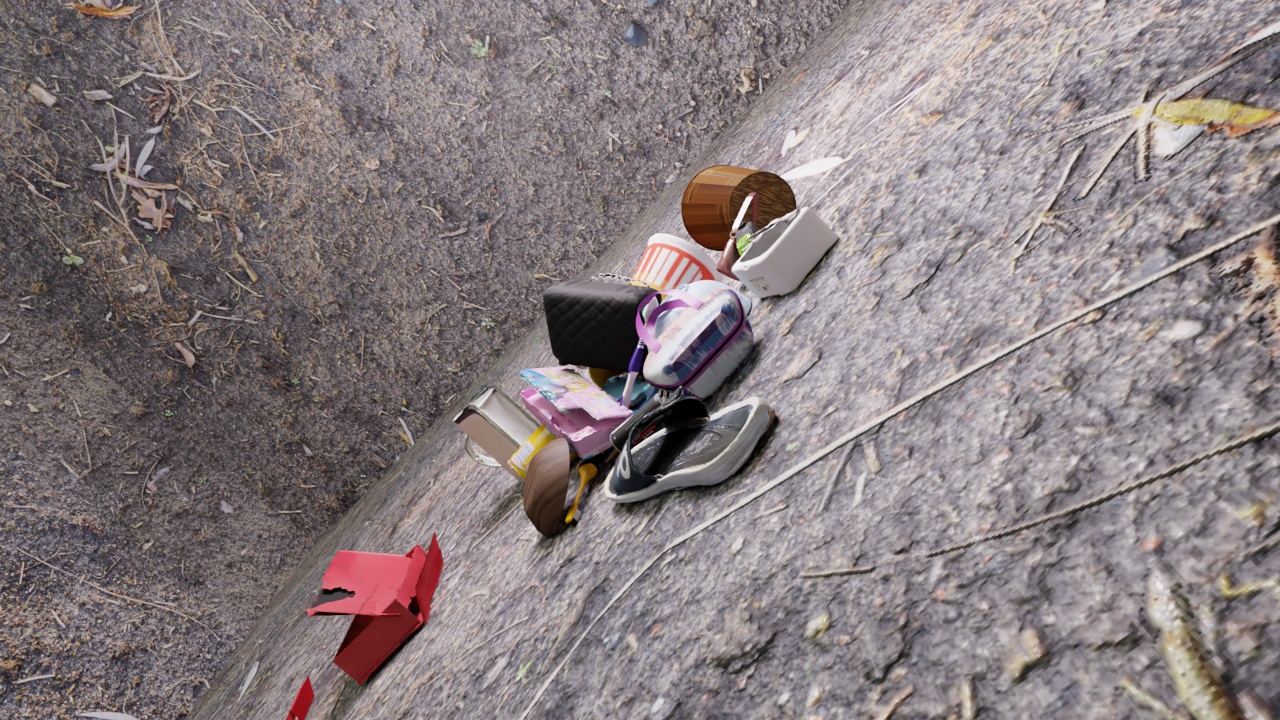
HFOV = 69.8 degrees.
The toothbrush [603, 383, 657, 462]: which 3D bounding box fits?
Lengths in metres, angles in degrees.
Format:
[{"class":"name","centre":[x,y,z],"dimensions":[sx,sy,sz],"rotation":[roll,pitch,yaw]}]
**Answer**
[{"class":"toothbrush","centre":[-0.013,0.076,1.152],"dimensions":[0.022,0.017,0.134],"rotation":[-20,27,48]}]

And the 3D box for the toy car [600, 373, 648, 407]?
[{"class":"toy car","centre":[-0.020,0.048,1.246],"dimensions":[0.060,0.027,0.108],"rotation":[-45,25,-26]}]

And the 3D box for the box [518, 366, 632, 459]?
[{"class":"box","centre":[-0.090,0.051,1.184],"dimensions":[0.084,0.063,0.230],"rotation":[-28,24,-15]}]

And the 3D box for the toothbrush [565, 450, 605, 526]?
[{"class":"toothbrush","centre":[-0.063,0.131,1.114],"dimensions":[0.031,0.031,0.196],"rotation":[-36,17,28]}]

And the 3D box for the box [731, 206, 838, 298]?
[{"class":"box","centre":[0.155,-0.144,1.085],"dimensions":[0.102,0.102,0.108],"rotation":[-50,14,-12]}]

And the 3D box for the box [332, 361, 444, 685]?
[{"class":"box","centre":[-0.332,0.231,1.318],"dimensions":[0.212,0.128,0.425],"rotation":[-113,36,-78]}]

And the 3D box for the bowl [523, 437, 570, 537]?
[{"class":"bowl","centre":[-0.116,0.148,1.091],"dimensions":[0.119,0.032,0.119],"rotation":[-170,91,-73]}]

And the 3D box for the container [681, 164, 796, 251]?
[{"class":"container","centre":[0.147,-0.222,1.339],"dimensions":[0.132,0.132,0.167],"rotation":[-47,17,-3]}]

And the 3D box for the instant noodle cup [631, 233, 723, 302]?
[{"class":"instant noodle cup","centre":[0.037,-0.097,1.335],"dimensions":[0.121,0.123,0.124],"rotation":[-58,14,-17]}]

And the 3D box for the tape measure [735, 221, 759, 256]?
[{"class":"tape measure","centre":[0.154,-0.145,1.194],"dimensions":[0.036,0.058,0.065],"rotation":[-39,26,29]}]

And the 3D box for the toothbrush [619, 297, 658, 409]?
[{"class":"toothbrush","centre":[-0.007,0.007,1.156],"dimensions":[0.016,0.015,0.187],"rotation":[-122,44,-64]}]

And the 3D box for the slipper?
[{"class":"slipper","centre":[0.029,0.077,0.889],"dimensions":[0.111,0.063,0.264],"rotation":[-52,15,-25]}]

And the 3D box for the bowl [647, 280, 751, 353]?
[{"class":"bowl","centre":[0.061,-0.048,1.163],"dimensions":[0.151,0.075,0.150],"rotation":[-45,11,11]}]

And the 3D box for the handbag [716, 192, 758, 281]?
[{"class":"handbag","centre":[0.139,-0.170,1.240],"dimensions":[0.029,0.055,0.119],"rotation":[13,86,44]}]

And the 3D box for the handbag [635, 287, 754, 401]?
[{"class":"handbag","centre":[0.045,-0.034,1.048],"dimensions":[0.144,0.068,0.170],"rotation":[-47,32,0]}]

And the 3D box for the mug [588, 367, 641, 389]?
[{"class":"mug","centre":[-0.027,-0.008,1.356],"dimensions":[0.078,0.078,0.121],"rotation":[-43,7,20]}]

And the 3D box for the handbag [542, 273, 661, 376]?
[{"class":"handbag","centre":[-0.042,-0.047,1.254],"dimensions":[0.154,0.125,0.114],"rotation":[7,18,26]}]

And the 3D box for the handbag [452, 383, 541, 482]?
[{"class":"handbag","centre":[-0.217,0.117,1.415],"dimensions":[0.176,0.151,0.073],"rotation":[-33,18,53]}]

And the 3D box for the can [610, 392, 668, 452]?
[{"class":"can","centre":[0.003,0.073,1.064],"dimensions":[0.081,0.031,0.031],"rotation":[-42,12,21]}]

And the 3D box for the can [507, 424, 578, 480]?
[{"class":"can","centre":[-0.125,0.123,1.266],"dimensions":[0.105,0.067,0.067],"rotation":[-47,11,1]}]
